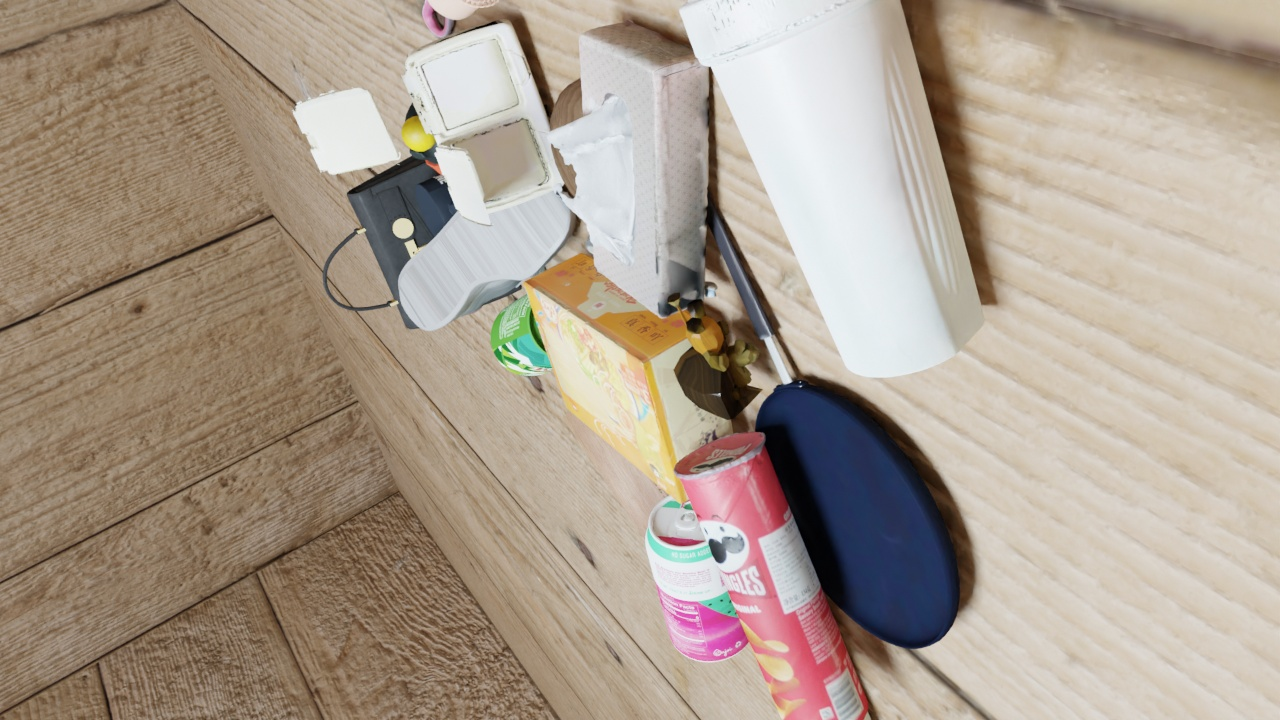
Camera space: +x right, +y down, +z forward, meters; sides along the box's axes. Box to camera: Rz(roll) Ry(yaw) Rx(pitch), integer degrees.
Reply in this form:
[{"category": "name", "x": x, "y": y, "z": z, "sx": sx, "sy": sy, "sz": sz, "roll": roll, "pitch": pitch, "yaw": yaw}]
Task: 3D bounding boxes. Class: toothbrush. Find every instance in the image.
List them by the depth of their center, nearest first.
[{"category": "toothbrush", "x": 0.007, "y": -0.078, "z": 0.722, "sx": 0.186, "sy": 0.022, "sz": 0.024, "roll": 29, "pitch": 128, "yaw": 54}]

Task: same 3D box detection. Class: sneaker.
[{"category": "sneaker", "x": -0.138, "y": -0.109, "z": 0.899, "sx": 0.237, "sy": 0.089, "sz": 0.099, "roll": -26, "pitch": 98, "yaw": 36}]

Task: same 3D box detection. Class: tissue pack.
[{"category": "tissue pack", "x": -0.007, "y": -0.124, "z": 0.619, "sx": 0.104, "sy": 0.071, "sz": 0.182, "roll": 39, "pitch": 145, "yaw": 39}]

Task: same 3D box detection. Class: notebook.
[{"category": "notebook", "x": -0.011, "y": 0.117, "z": 1.012, "sx": 0.210, "sy": 0.022, "sz": 0.169, "roll": 55, "pitch": 159, "yaw": 14}]

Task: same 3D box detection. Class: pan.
[{"category": "pan", "x": 0.114, "y": 0.035, "z": 0.635, "sx": 0.356, "sy": 0.021, "sz": 0.199, "roll": 65, "pitch": 160, "yaw": -3}]

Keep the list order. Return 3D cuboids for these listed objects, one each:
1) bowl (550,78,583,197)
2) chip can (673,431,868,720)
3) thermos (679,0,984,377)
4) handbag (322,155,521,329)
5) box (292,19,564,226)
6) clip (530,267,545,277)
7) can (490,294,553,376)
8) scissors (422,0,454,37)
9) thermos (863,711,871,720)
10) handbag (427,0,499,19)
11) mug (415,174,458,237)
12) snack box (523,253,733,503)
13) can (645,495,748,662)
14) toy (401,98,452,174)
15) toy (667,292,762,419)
[{"category": "bowl", "x": -0.040, "y": -0.158, "z": 0.719, "sx": 0.118, "sy": 0.030, "sz": 0.118, "roll": 47, "pitch": 155, "yaw": 30}, {"category": "chip can", "x": 0.102, "y": 0.173, "z": 0.694, "sx": 0.073, "sy": 0.073, "sz": 0.233, "roll": -2, "pitch": 112, "yaw": 66}, {"category": "thermos", "x": 0.090, "y": -0.102, "z": 0.426, "sx": 0.099, "sy": 0.099, "sz": 0.220, "roll": 17, "pitch": 136, "yaw": 60}, {"category": "handbag", "x": -0.258, "y": -0.122, "z": 1.018, "sx": 0.072, "sy": 0.195, "sz": 0.176, "roll": 28, "pitch": 142, "yaw": 54}, {"category": "box", "x": -0.165, "y": -0.168, "z": 0.728, "sx": 0.101, "sy": 0.194, "sz": 0.143, "roll": -110, "pitch": -1, "yaw": -65}, {"category": "clip", "x": -0.130, "y": -0.118, "z": 0.978, "sx": 0.076, "sy": 0.023, "sz": 0.047, "roll": 39, "pitch": 148, "yaw": 39}, {"category": "can", "x": -0.097, "y": -0.030, "z": 0.930, "sx": 0.083, "sy": 0.083, "sz": 0.144, "roll": 63, "pitch": 158, "yaw": -6}, {"category": "scissors", "x": -0.186, "y": -0.363, "z": 0.808, "sx": 0.158, "sy": 0.014, "sz": 0.173, "roll": 61, "pitch": 159, "yaw": -3}, {"category": "thermos", "x": 0.131, "y": 0.234, "z": 0.784, "sx": 0.068, "sy": 0.067, "sz": 0.230, "roll": 8, "pitch": 124, "yaw": 64}, {"category": "handbag", "x": -0.172, "y": -0.295, "z": 0.625, "sx": 0.199, "sy": 0.186, "sz": 0.116, "roll": 1, "pitch": 112, "yaw": 60}, {"category": "mug", "x": -0.176, "y": -0.164, "z": 0.944, "sx": 0.105, "sy": 0.077, "sz": 0.071, "roll": 10, "pitch": 127, "yaw": 63}, {"category": "snack box", "x": -0.005, "y": 0.004, "z": 0.775, "sx": 0.195, "sy": 0.080, "sz": 0.145, "roll": 34, "pitch": 148, "yaw": 49}, {"category": "can", "x": 0.059, "y": 0.209, "z": 0.880, "sx": 0.088, "sy": 0.088, "sz": 0.166, "roll": 36, "pitch": 148, "yaw": 47}, {"category": "toy", "x": -0.153, "y": -0.203, "z": 0.834, "sx": 0.119, "sy": 0.097, "sz": 0.099, "roll": 48, "pitch": -174, "yaw": -38}, {"category": "toy", "x": 0.048, "y": -0.007, "z": 0.636, "sx": 0.076, "sy": 0.063, "sz": 0.100, "roll": -82, "pitch": -30, "yaw": -52}]
